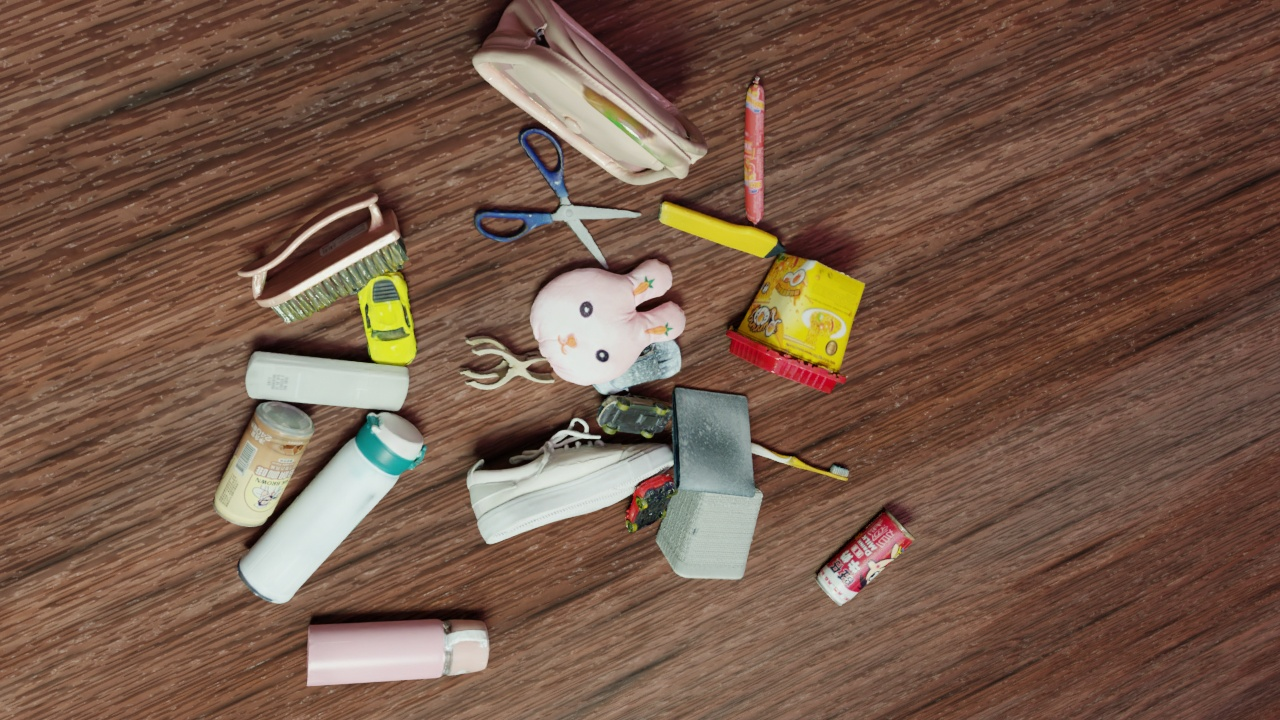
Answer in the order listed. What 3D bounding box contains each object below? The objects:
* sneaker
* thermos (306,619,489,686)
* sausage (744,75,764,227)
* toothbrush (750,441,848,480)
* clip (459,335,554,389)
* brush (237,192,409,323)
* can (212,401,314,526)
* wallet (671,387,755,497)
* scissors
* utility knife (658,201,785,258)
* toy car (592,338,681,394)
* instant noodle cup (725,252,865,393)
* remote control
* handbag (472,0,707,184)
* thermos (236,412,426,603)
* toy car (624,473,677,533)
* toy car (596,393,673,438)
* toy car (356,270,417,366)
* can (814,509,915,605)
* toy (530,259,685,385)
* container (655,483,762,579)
[{"bbox_3d":[-0.077,0.119,1.007,0.241,0.090,0.090,-15,159,-31],"label":"sneaker"},{"bbox_3d":[-0.271,0.325,1.035,0.198,0.067,0.087,3,150,-18],"label":"thermos"},{"bbox_3d":[0.116,-0.211,0.938,0.020,0.020,0.156,-11,118,-14],"label":"sausage"},{"bbox_3d":[0.184,0.119,1.125,0.191,0.016,0.018,19,97,-26],"label":"toothbrush"},{"bbox_3d":[-0.142,0.016,0.955,0.104,0.035,0.084,24,102,-35],"label":"clip"},{"bbox_3d":[-0.287,-0.093,0.835,0.145,0.063,0.073,-29,125,-1],"label":"brush"},{"bbox_3d":[-0.371,0.101,0.902,0.058,0.058,0.116,24,106,-27],"label":"can"},{"bbox_3d":[0.082,0.092,1.033,0.097,0.120,0.019,9,156,-23],"label":"wallet"},{"bbox_3d":[-0.084,-0.152,0.904,0.175,0.012,0.162,-18,120,-12],"label":"scissors"},{"bbox_3d":[0.086,-0.137,0.962,0.153,0.015,0.033,15,141,-25],"label":"utility knife"},{"bbox_3d":[-0.006,0.006,0.996,0.105,0.031,0.049,-17,117,-9],"label":"toy car"},{"bbox_3d":[0.173,-0.044,0.992,0.116,0.116,0.124,20,96,-26],"label":"instant noodle cup"},{"bbox_3d":[-0.305,0.020,0.898,0.150,0.021,0.058,8,139,-22],"label":"remote control"},{"bbox_3d":[-0.028,-0.214,0.762,0.193,0.234,0.093,33,99,-29],"label":"handbag"},{"bbox_3d":[-0.312,0.148,0.942,0.224,0.073,0.073,-46,120,7],"label":"thermos"},{"bbox_3d":[0.009,0.167,1.063,0.049,0.031,0.106,-20,150,-24],"label":"toy car"},{"bbox_3d":[-0.009,0.058,1.009,0.090,0.035,0.042,7,121,-37],"label":"toy car"},{"bbox_3d":[-0.246,-0.037,0.893,0.048,0.032,0.105,-10,119,-15],"label":"toy car"},{"bbox_3d":[0.295,0.260,1.209,0.133,0.053,0.053,-45,120,6],"label":"can"},{"bbox_3d":[-0.032,-0.044,0.947,0.159,0.054,0.121,-24,105,-12],"label":"toy"},{"bbox_3d":[0.083,0.184,1.082,0.090,0.090,0.114,7,109,-22],"label":"container"}]
